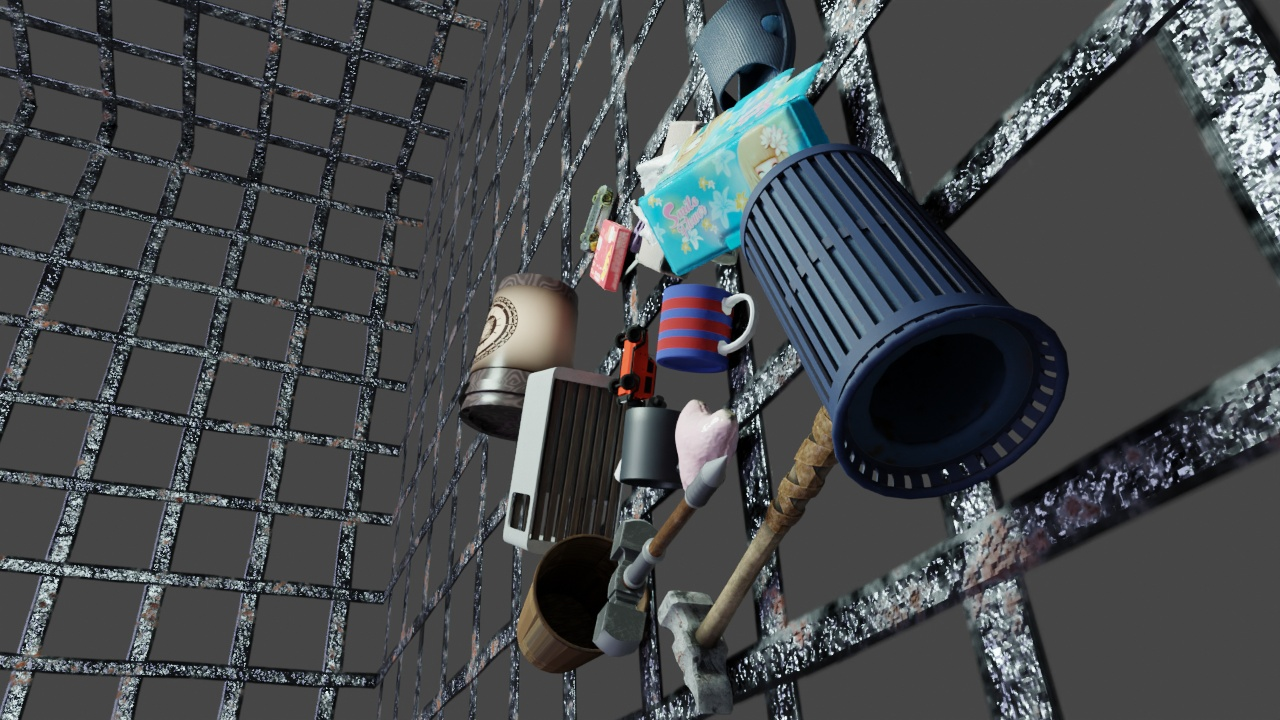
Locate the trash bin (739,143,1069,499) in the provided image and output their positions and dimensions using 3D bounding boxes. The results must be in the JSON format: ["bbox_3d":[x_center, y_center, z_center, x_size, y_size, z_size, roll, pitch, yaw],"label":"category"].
[{"bbox_3d":[0.157,-0.043,0.622,0.249,0.139,0.140,-106,34,-52],"label":"trash bin"}]

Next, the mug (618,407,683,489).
[{"bbox_3d":[0.029,0.094,0.984,0.105,0.071,0.077,-7,70,40],"label":"mug"}]

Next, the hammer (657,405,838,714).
[{"bbox_3d":[0.105,0.161,0.785,0.320,0.049,0.121,-65,28,27],"label":"hammer"}]

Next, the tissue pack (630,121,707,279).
[{"bbox_3d":[0.037,-0.196,1.103,0.104,0.071,0.181,-141,61,-65],"label":"tissue pack"}]

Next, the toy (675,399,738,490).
[{"bbox_3d":[0.063,0.090,0.905,0.099,0.052,0.096,-166,85,-68],"label":"toy"}]

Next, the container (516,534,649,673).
[{"bbox_3d":[-0.079,0.295,1.073,0.168,0.132,0.132,121,152,-53],"label":"container"}]

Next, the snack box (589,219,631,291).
[{"bbox_3d":[-0.044,-0.153,1.318,0.133,0.021,0.089,-130,54,-72],"label":"snack box"}]

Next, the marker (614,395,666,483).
[{"bbox_3d":[0.001,0.094,1.098,0.025,0.025,0.126,-110,37,-53],"label":"marker"}]

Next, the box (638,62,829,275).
[{"bbox_3d":[0.089,-0.193,0.884,0.228,0.083,0.172,-22,65,52],"label":"box"}]

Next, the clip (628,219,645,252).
[{"bbox_3d":[-0.002,-0.176,1.260,0.053,0.013,0.037,-53,33,44],"label":"clip"}]

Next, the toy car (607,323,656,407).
[{"bbox_3d":[-0.007,0.007,1.128,0.051,0.048,0.100,158,121,-66],"label":"toy car"}]

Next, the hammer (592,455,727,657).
[{"bbox_3d":[0.025,0.169,0.884,0.323,0.043,0.155,117,168,-52],"label":"hammer"}]

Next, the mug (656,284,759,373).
[{"bbox_3d":[0.071,-0.032,0.937,0.112,0.075,0.076,-4,74,41],"label":"mug"}]

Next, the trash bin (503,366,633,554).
[{"bbox_3d":[-0.092,0.133,1.189,0.115,0.114,0.228,168,111,-67],"label":"trash bin"}]

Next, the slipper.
[{"bbox_3d":[0.105,-0.359,0.986,0.101,0.082,0.263,-44,40,52],"label":"slipper"}]

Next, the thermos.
[{"bbox_3d":[-0.178,-0.006,1.420,0.173,0.172,0.225,142,141,-59],"label":"thermos"}]

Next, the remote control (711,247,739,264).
[{"bbox_3d":[0.095,-0.164,0.971,0.018,0.038,0.125,-165,86,-69],"label":"remote control"}]

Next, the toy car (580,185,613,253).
[{"bbox_3d":[-0.062,-0.213,1.400,0.048,0.033,0.105,-155,81,-70],"label":"toy car"}]

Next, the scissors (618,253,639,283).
[{"bbox_3d":[0.007,-0.152,1.222,0.172,0.014,0.090,-4,77,65],"label":"scissors"}]
